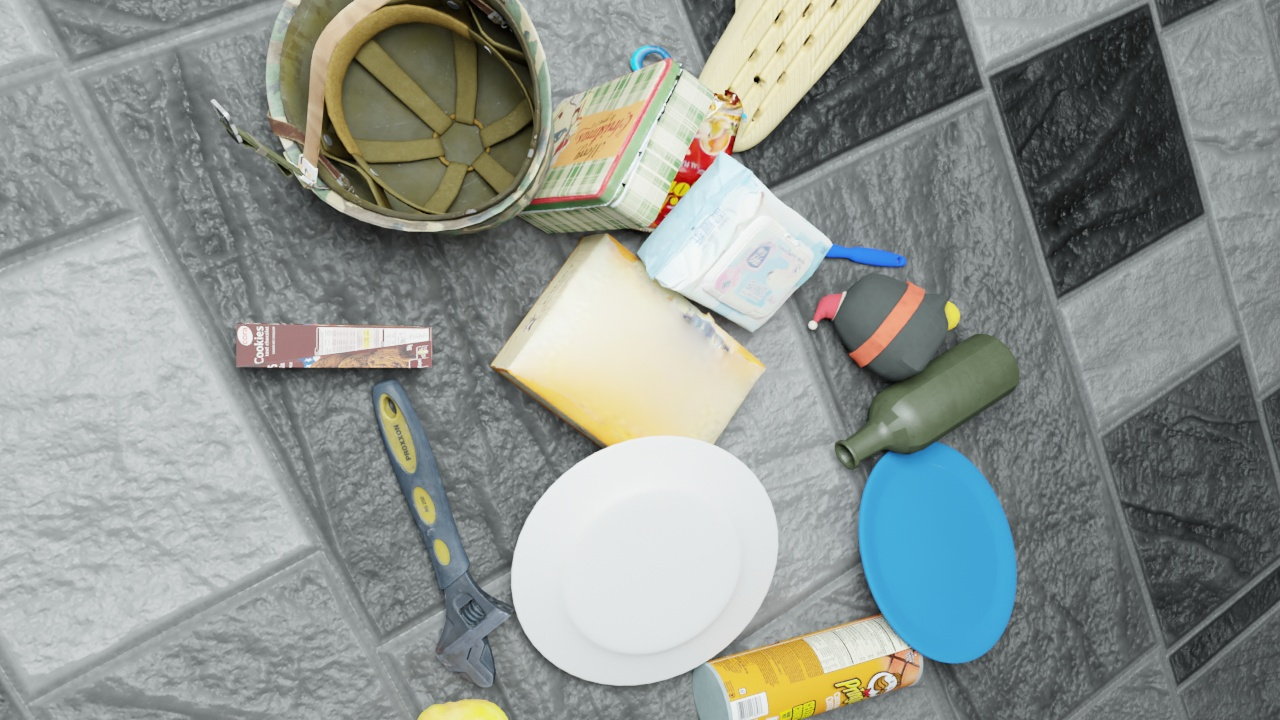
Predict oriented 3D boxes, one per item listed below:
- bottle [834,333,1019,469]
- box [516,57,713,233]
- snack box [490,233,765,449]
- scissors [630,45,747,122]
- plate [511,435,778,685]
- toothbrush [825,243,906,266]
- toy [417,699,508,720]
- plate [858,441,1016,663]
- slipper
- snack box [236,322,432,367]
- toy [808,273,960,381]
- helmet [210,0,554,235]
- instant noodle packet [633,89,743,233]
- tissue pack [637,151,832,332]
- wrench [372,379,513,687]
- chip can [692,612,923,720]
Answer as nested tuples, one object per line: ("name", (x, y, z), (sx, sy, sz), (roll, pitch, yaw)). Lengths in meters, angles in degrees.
("bottle", (0.285, 0.047, 0.926), (0.206, 0.071, 0.071), (-28, 103, -19))
("box", (-0.032, -0.160, 0.709), (0.050, 0.206, 0.117), (28, 85, -28))
("snack box", (-0.005, 0.005, 0.797), (0.195, 0.081, 0.145), (38, 79, -20))
("scissors", (0.026, -0.221, 0.810), (0.134, 0.012, 0.134), (-4, 89, 4))
("plate", (0.010, 0.181, 0.796), (0.242, 0.016, 0.243), (-5, 108, -15))
("toothbrush", (0.190, -0.108, 0.909), (0.182, 0.018, 0.016), (5, 91, -26))
("toy", (-0.149, 0.354, 0.773), (0.105, 0.067, 0.137), (-23, 94, -16))
("plate", (0.302, 0.194, 0.943), (0.224, 0.024, 0.224), (11, 69, -29))
("slipper", (0.134, -0.311, 0.841), (0.111, 0.079, 0.262), (31, 101, -21))
("snack box", (-0.238, -0.012, 0.715), (0.140, 0.051, 0.032), (0, 93, -23))
("toy", (0.236, -0.038, 0.891), (0.119, 0.099, 0.098), (39, 123, 3))
("helmet", (-0.164, -0.189, 0.640), (0.224, 0.236, 0.193), (43, 92, -4))
("instant noodle packet", (0.027, -0.171, 0.786), (0.098, 0.039, 0.136), (13, 108, -5))
("tissue pack", (0.087, -0.091, 0.780), (0.112, 0.070, 0.181), (-50, 146, 13))
("wrench", (-0.168, 0.146, 0.764), (0.073, 0.022, 0.273), (-17, 98, 8))
("chip can", (0.163, 0.304, 0.889), (0.214, 0.075, 0.075), (-8, 96, -22))
